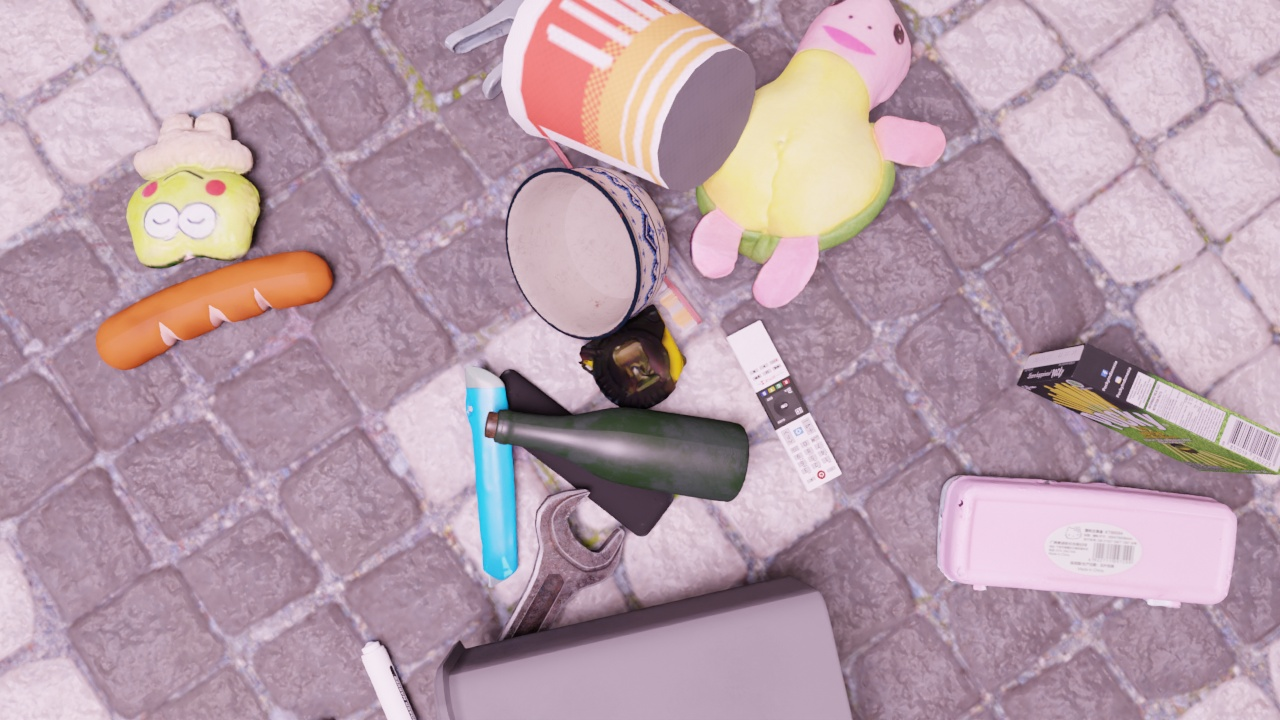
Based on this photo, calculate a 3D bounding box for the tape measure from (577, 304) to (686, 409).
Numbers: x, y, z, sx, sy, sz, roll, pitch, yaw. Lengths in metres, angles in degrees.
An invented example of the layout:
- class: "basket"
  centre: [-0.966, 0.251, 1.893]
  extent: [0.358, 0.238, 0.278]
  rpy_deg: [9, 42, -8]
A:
- class: "tape measure"
  centre: [-0.004, 0.004, 0.642]
  extent: [0.067, 0.038, 0.062]
  rpy_deg: [-29, 87, -5]

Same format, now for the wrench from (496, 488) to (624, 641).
- class: "wrench"
  centre: [-0.095, 0.212, 0.615]
  extent: [0.070, 0.010, 0.273]
  rpy_deg: [32, 82, -18]

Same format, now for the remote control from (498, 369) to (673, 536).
- class: "remote control"
  centre: [-0.046, 0.065, 0.646]
  extent: [0.152, 0.020, 0.041]
  rpy_deg: [37, 86, 0]

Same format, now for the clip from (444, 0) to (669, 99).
- class: "clip"
  centre: [-0.075, -0.282, 0.670]
  extent: [0.172, 0.029, 0.143]
  rpy_deg: [-27, 85, -5]

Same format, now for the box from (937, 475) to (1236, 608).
- class: "box"
  centre: [0.311, 0.127, 0.645]
  extent: [0.202, 0.044, 0.086]
  rpy_deg: [5, 91, -2]

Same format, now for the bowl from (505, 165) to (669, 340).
- class: "bowl"
  centre: [-0.029, -0.078, 0.620]
  extent: [0.059, 0.116, 0.115]
  rpy_deg: [-30, 86, -46]

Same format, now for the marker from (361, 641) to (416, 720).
- class: "marker"
  centre: [-0.159, 0.254, 0.628]
  extent: [0.017, 0.020, 0.133]
  rpy_deg: [-26, 85, 10]

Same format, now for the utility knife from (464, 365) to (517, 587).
- class: "utility knife"
  centre: [-0.103, 0.081, 0.635]
  extent: [0.031, 0.015, 0.158]
  rpy_deg: [-1, 96, 5]

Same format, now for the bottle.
- class: "bottle"
  centre: [-0.017, 0.056, 0.615]
  extent: [0.174, 0.055, 0.055]
  rpy_deg: [10, 85, -11]

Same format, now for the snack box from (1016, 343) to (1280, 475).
- class: "snack box"
  centre: [0.347, 0.035, 0.629]
  extent: [0.147, 0.080, 0.025]
  rpy_deg: [25, 85, 0]

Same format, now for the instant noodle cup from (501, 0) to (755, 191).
- class: "instant noodle cup"
  centre: [-0.002, -0.178, 0.594]
  extent: [0.121, 0.123, 0.123]
  rpy_deg: [36, 84, 27]

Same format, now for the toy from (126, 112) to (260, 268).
- class: "toy"
  centre: [-0.312, -0.121, 0.641]
  extent: [0.092, 0.046, 0.115]
  rpy_deg: [-5, 78, 1]

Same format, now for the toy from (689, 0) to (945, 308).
- class: "toy"
  centre: [0.112, -0.151, 0.634]
  extent: [0.190, 0.087, 0.238]
  rpy_deg: [20, 79, 23]

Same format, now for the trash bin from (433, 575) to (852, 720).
- class: "trash bin"
  centre: [0.011, 0.243, 0.536]
  extent: [0.220, 0.098, 0.191]
  rpy_deg: [-12, 85, -5]

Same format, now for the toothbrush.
- class: "toothbrush"
  centre: [-0.018, -0.096, 0.663]
  extent: [0.015, 0.015, 0.184]
  rpy_deg: [-38, 86, -1]

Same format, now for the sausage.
- class: "sausage"
  centre: [-0.295, -0.039, 0.637]
  extent: [0.164, 0.039, 0.044]
  rpy_deg: [-20, 92, -3]

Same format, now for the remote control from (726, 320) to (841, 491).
- class: "remote control"
  centre: [0.102, 0.032, 0.656]
  extent: [0.028, 0.012, 0.124]
  rpy_deg: [-27, 87, -4]
